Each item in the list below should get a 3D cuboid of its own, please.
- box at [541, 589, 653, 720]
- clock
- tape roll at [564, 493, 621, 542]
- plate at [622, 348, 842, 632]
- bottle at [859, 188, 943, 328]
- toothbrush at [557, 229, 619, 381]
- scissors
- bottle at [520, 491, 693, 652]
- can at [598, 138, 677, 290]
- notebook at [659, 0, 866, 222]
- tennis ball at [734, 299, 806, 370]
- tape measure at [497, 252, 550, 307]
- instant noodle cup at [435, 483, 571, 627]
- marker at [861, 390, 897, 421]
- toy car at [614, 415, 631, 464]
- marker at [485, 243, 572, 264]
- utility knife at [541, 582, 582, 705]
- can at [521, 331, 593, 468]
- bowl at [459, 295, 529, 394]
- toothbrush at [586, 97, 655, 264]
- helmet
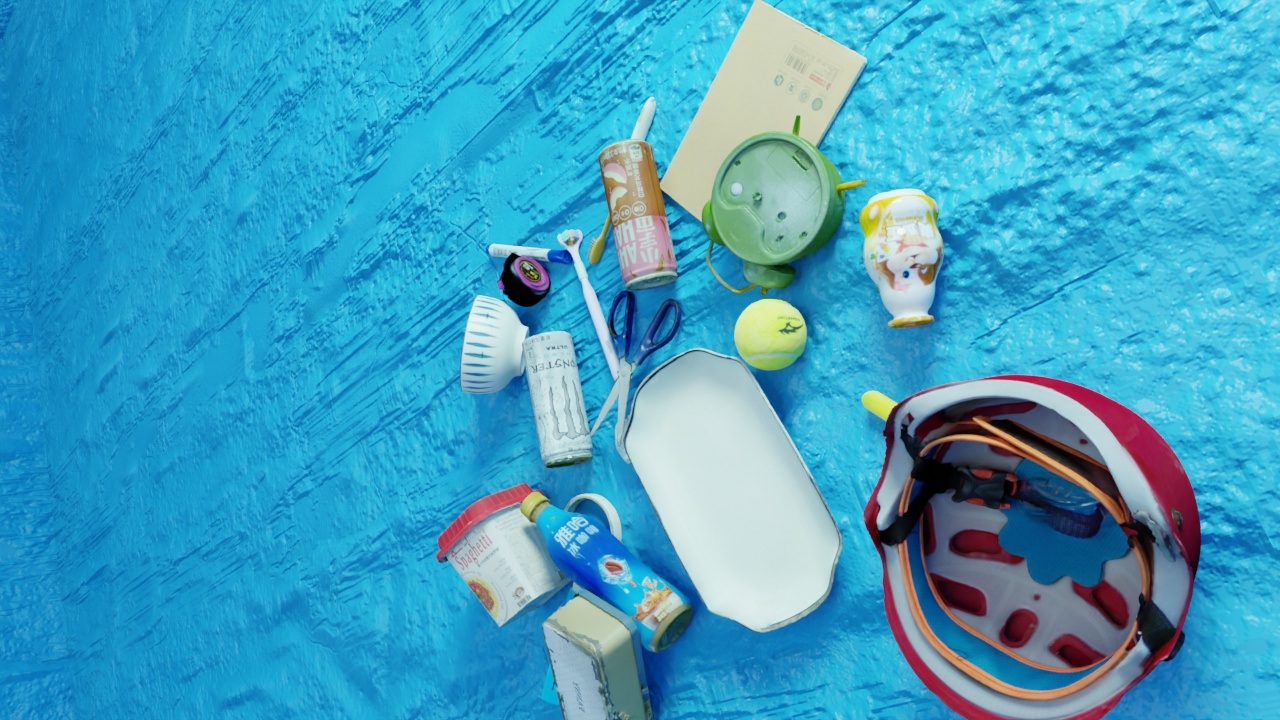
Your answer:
[{"bbox_3d":[-0.042,0.316,0.922,0.090,0.061,0.184,22,128,39],"label":"box"},{"bbox_3d":[0.117,-0.131,0.832,0.162,0.056,0.116,-50,65,28],"label":"clock"},{"bbox_3d":[-0.056,0.191,1.016,0.086,0.013,0.086,-2,88,42],"label":"tape roll"},{"bbox_3d":[0.086,0.117,0.858,0.162,0.034,0.265,-38,70,27],"label":"plate"},{"bbox_3d":[0.214,-0.082,0.746,0.063,0.063,0.108,-10,82,42],"label":"bottle"},{"bbox_3d":[-0.051,-0.062,1.018,0.021,0.029,0.189,103,148,-70],"label":"toothbrush"},{"bbox_3d":[-0.015,-0.002,0.966,0.164,0.012,0.160,-43,53,20],"label":"scissors"},{"bbox_3d":[-0.043,0.210,0.953,0.219,0.065,0.065,35,112,30],"label":"bottle"},{"bbox_3d":[-0.003,-0.149,0.944,0.058,0.057,0.147,-18,81,41],"label":"can"},{"bbox_3d":[0.109,-0.223,0.883,0.148,0.008,0.208,45,117,34],"label":"notebook"},{"bbox_3d":[0.117,-0.023,0.830,0.066,0.065,0.065,-2,87,42],"label":"tennis ball"},{"bbox_3d":[-0.136,-0.091,1.069,0.039,0.057,0.057,-42,39,35],"label":"tape measure"},{"bbox_3d":[-0.149,0.223,1.042,0.117,0.116,0.124,-45,72,31],"label":"instant noodle cup"},{"bbox_3d":[0.236,0.060,0.755,0.124,0.015,0.018,35,112,34],"label":"marker"},{"bbox_3d":[0.009,0.072,0.949,0.106,0.031,0.049,-33,66,38],"label":"toy car"},{"bbox_3d":[-0.136,-0.128,1.099,0.146,0.016,0.017,11,96,42],"label":"marker"},{"bbox_3d":[-0.080,0.303,1.025,0.034,0.018,0.188,24,108,39],"label":"utility knife"},{"bbox_3d":[-0.093,0.043,1.025,0.058,0.058,0.146,-22,74,40],"label":"can"},{"bbox_3d":[-0.168,-0.015,1.076,0.066,0.116,0.116,9,96,-2],"label":"bowl"},{"bbox_3d":[-0.022,-0.194,0.998,0.018,0.016,0.192,40,115,45],"label":"toothbrush"},{"bbox_3d":[0.275,0.121,0.634,0.207,0.143,0.240,21,116,41],"label":"helmet"}]
